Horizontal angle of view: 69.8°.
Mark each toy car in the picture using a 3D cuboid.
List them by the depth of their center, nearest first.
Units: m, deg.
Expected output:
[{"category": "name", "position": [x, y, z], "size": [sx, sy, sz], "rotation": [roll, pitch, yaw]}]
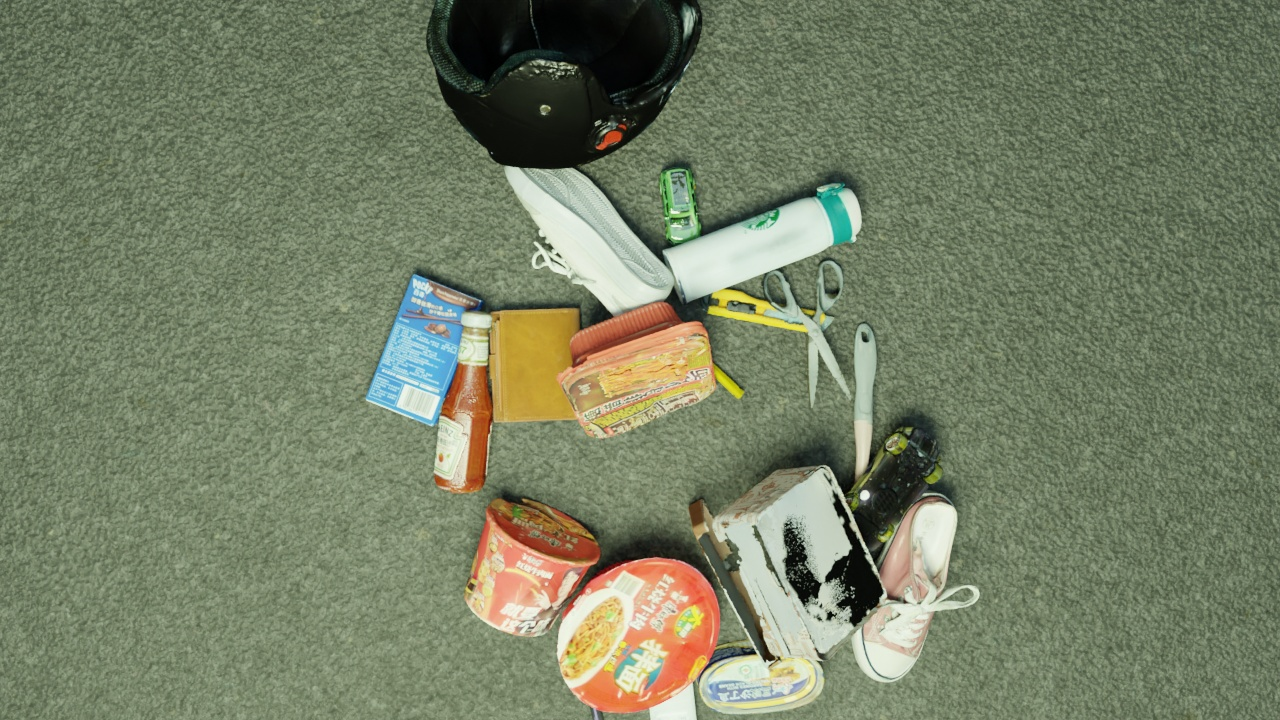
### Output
[{"category": "toy car", "position": [0.279, 0.145, 1.041], "size": [0.070, 0.042, 0.158], "rotation": [39, 88, -13]}, {"category": "toy car", "position": [0.046, -0.178, 1.058], "size": [0.043, 0.036, 0.091], "rotation": [-9, 97, -2]}]

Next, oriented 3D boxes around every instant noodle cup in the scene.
[{"category": "instant noodle cup", "position": [-0.006, 0.006, 1.012], "size": [0.164, 0.189, 0.079], "rotation": [-20, 64, -1]}, {"category": "instant noodle cup", "position": [-0.127, 0.235, 1.031], "size": [0.138, 0.137, 0.109], "rotation": [24, 100, -2]}, {"category": "instant noodle cup", "position": [-0.009, 0.300, 1.047], "size": [0.193, 0.066, 0.194], "rotation": [-6, 108, -19]}]

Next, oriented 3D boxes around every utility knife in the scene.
[{"category": "utility knife", "position": [0.146, -0.059, 1.075], "size": [0.164, 0.015, 0.033], "rotation": [10, 95, -2]}]

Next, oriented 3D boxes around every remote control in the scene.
[{"category": "remote control", "position": [0.040, 0.429, 1.097], "size": [0.056, 0.020, 0.136], "rotation": [-7, 94, 0]}]

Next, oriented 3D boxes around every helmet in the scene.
[{"category": "helmet", "position": [-0.080, -0.316, 0.954], "size": [0.274, 0.231, 0.233], "rotation": [-3, 68, -7]}]

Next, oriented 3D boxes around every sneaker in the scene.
[{"category": "sneaker", "position": [-0.070, -0.134, 1.040], "size": [0.242, 0.089, 0.091], "rotation": [46, 128, 10]}, {"category": "sneaker", "position": [0.309, 0.270, 1.053], "size": [0.118, 0.087, 0.241], "rotation": [15, 102, -1]}]

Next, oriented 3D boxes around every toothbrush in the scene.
[{"category": "toothbrush", "position": [0.053, -0.026, 1.075], "size": [0.190, 0.016, 0.016], "rotation": [45, 85, -3]}, {"category": "toothbrush", "position": [-0.052, 0.429, 1.102], "size": [0.014, 0.017, 0.189], "rotation": [-14, 90, -12]}]

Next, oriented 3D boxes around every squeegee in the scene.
[{"category": "squeegee", "position": [0.258, 0.081, 1.075], "size": [0.247, 0.040, 0.249], "rotation": [2, 92, -1]}]

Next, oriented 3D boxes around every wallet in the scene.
[{"category": "wallet", "position": [-0.128, 0.006, 1.064], "size": [0.119, 0.035, 0.130], "rotation": [-2, 92, -1]}]

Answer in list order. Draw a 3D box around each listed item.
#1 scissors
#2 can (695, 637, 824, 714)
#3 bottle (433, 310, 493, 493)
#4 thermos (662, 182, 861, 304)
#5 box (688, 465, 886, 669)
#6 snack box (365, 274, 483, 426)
[{"category": "scissors", "position": [0.199, -0.039, 1.060], "size": [0.159, 0.014, 0.175], "rotation": [31, 78, 2]}, {"category": "can", "position": [0.140, 0.372, 1.082], "size": [0.148, 0.049, 0.074], "rotation": [-5, 94, -1]}, {"category": "bottle", "position": [-0.196, 0.047, 1.045], "size": [0.060, 0.059, 0.206], "rotation": [7, 98, -2]}, {"category": "thermos", "position": [0.140, -0.136, 1.044], "size": [0.224, 0.073, 0.073], "rotation": [-21, 93, -1]}, {"category": "box", "position": [0.137, 0.233, 1.027], "size": [0.153, 0.181, 0.182], "rotation": [-28, 96, -34]}, {"category": "snack box", "position": [-0.250, -0.012, 1.064], "size": [0.084, 0.026, 0.157], "rotation": [22, 92, -3]}]
